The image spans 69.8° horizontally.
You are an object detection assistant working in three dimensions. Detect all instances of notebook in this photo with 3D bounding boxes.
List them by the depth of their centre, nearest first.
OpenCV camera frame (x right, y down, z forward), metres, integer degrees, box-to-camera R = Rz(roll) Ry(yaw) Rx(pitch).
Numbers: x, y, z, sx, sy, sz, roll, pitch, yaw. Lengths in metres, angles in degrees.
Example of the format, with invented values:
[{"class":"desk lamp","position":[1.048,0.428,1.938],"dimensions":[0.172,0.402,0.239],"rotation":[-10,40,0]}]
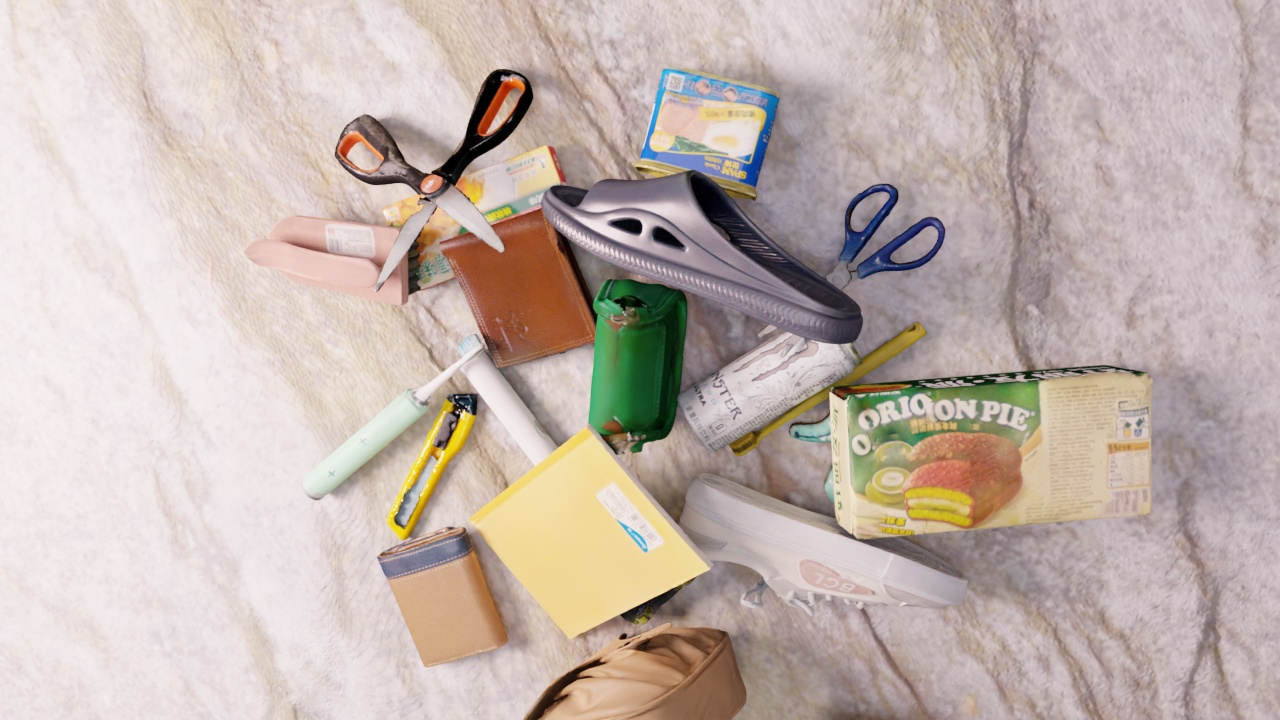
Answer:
[{"class":"notebook","position":[-0.051,0.150,0.761],"dimensions":[0.146,0.010,0.207],"rotation":[49,134,-1]}]

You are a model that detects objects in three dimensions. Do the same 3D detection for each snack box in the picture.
[{"class":"snack box","position":[0.274,0.070,0.724],"dimensions":[0.240,0.063,0.114],"rotation":[-5,96,-2]},{"class":"snack box","position":[-0.135,-0.120,0.783],"dimensions":[0.156,0.027,0.077],"rotation":[-19,96,9]}]

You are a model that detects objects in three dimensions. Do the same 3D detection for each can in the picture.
[{"class":"can","position":[0.055,-0.182,0.739],"dimensions":[0.102,0.057,0.083],"rotation":[15,96,4]},{"class":"can","position":[0.105,0.017,0.758],"dimensions":[0.147,0.058,0.058],"rotation":[-32,93,10]}]

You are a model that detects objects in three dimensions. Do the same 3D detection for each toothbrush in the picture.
[{"class":"toothbrush","position":[0.155,0.024,0.772],"dimensions":[0.190,0.015,0.016],"rotation":[-34,135,9]},{"class":"toothbrush","position":[-0.216,0.052,0.802],"dimensions":[0.225,0.026,0.027],"rotation":[-38,80,17]},{"class":"toothbrush","position":[-0.084,0.082,0.803],"dimensions":[0.026,0.026,0.221],"rotation":[-37,92,18]}]

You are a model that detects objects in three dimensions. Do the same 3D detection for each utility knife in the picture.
[{"class":"utility knife","position":[-0.187,0.094,0.822],"dimensions":[0.033,0.015,0.154],"rotation":[29,100,5]}]

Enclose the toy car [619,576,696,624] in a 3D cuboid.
[{"class":"toy car","position":[0.014,0.190,0.801],"dimensions":[0.091,0.036,0.043],"rotation":[-43,92,6]}]

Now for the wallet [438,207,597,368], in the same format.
[{"class":"wallet","position":[-0.099,-0.059,0.769],"dimensions":[0.101,0.032,0.124],"rotation":[-17,114,11]}]

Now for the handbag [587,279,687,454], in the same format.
[{"class":"handbag","position":[-0.004,0.004,0.737],"dimensions":[0.068,0.120,0.131],"rotation":[7,105,7]}]

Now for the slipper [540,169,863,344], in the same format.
[{"class":"slipper","position":[0.053,-0.098,0.701],"dimensions":[0.268,0.110,0.083],"rotation":[26,110,18]}]

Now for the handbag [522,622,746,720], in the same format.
[{"class":"handbag","position":[-0.003,0.270,0.734],"dimensions":[0.148,0.204,0.099],"rotation":[-18,84,21]}]

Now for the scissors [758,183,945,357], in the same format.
[{"class":"scissors","position":[0.159,-0.077,0.735],"dimensions":[0.171,0.012,0.140],"rotation":[-15,66,8]}]

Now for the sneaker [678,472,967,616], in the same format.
[{"class":"sneaker","position":[0.144,0.173,0.754],"dimensions":[0.242,0.089,0.091],"rotation":[18,97,2]}]

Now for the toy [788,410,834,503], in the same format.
[{"class":"toy","position":[0.174,0.079,0.774],"dimensions":[0.096,0.030,0.092],"rotation":[0,93,14]}]

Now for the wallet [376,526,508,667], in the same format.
[{"class":"wallet","position":[-0.178,0.214,0.830],"dimensions":[0.090,0.033,0.115],"rotation":[-19,96,11]}]

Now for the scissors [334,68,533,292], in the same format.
[{"class":"scissors","position":[-0.168,-0.154,0.734],"dimensions":[0.221,0.022,0.234],"rotation":[22,68,28]}]

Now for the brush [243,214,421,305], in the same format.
[{"class":"brush","position":[-0.256,-0.087,0.764],"dimensions":[0.146,0.072,0.063],"rotation":[12,111,21]}]
